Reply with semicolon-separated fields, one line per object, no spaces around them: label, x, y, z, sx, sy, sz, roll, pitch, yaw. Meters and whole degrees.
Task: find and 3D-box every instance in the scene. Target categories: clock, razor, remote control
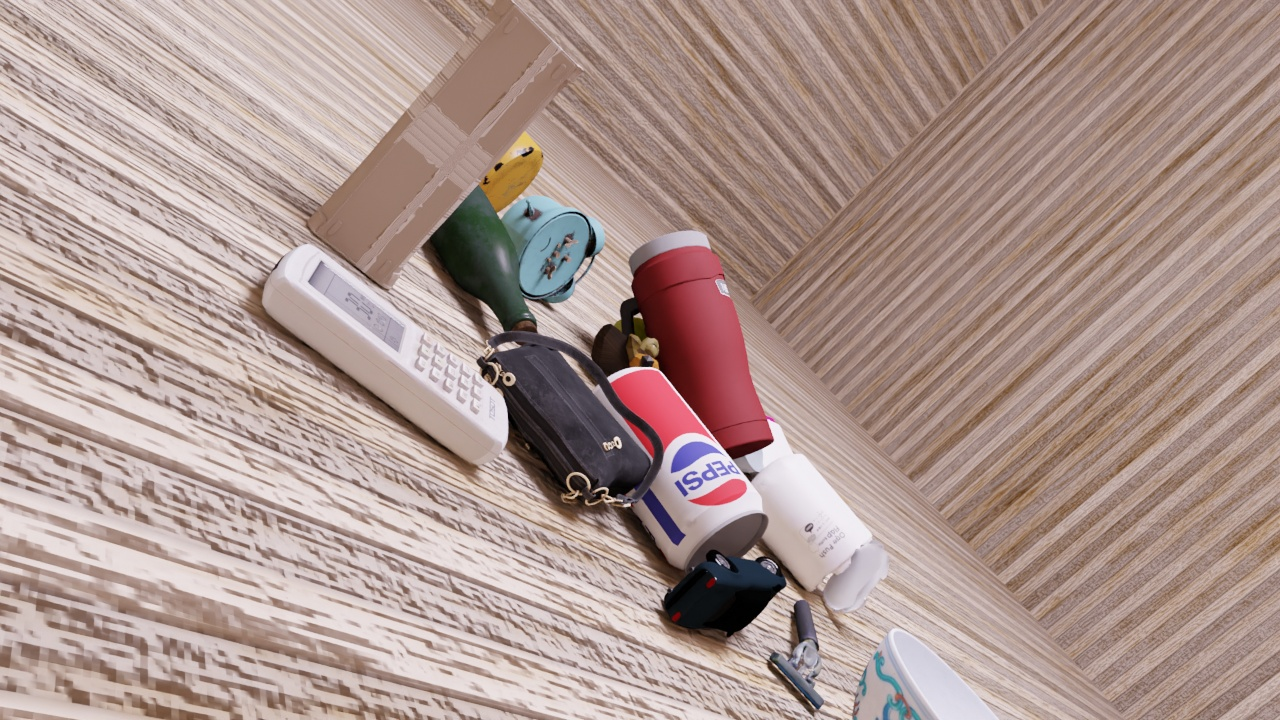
clock;-0.081;-0.100;0.826;0.053;0.090;0.124;39;8;26
razor;0.112;0.189;0.627;0.043;0.022;0.144;47;10;5
remote control;-0.121;-0.002;0.452;0.138;0.025;0.060;41;11;-21

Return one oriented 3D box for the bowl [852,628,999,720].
bowl;0.165;0.233;0.516;0.144;0.074;0.143;43;11;-10

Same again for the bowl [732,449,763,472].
bowl;0.085;0.063;0.904;0.106;0.039;0.106;-17;90;-72

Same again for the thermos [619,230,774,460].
thermos;0.041;-0.007;0.821;0.084;0.108;0.198;54;18;-74

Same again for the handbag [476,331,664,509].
handbag;-0.046;0.034;0.536;0.128;0.054;0.079;49;15;10

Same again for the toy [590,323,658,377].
toy;-0.005;0.005;0.765;0.076;0.062;0.100;60;-15;-25

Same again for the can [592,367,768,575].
can;0.019;0.070;0.593;0.132;0.070;0.070;52;12;33

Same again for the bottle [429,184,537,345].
bottle;-0.114;-0.070;0.673;0.055;0.055;0.174;33;17;-47

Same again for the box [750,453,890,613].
box;0.152;0.151;0.786;0.143;0.080;0.089;50;-5;17

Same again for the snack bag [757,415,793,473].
snack bag;0.140;0.110;0.952;0.070;0.016;0.196;25;26;-27

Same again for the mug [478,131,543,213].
mug;-0.160;-0.192;0.884;0.094;0.100;0.124;48;-30;6

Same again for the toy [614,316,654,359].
toy;0.017;0.007;0.884;0.090;0.051;0.110;33;19;-55

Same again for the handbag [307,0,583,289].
handbag;-0.130;-0.156;0.619;0.062;0.176;0.197;41;9;-22

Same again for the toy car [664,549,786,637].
toy car;0.053;0.137;0.533;0.034;0.046;0.112;50;13;30

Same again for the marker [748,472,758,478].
marker;0.124;0.116;0.964;0.141;0.020;0.020;52;12;33
